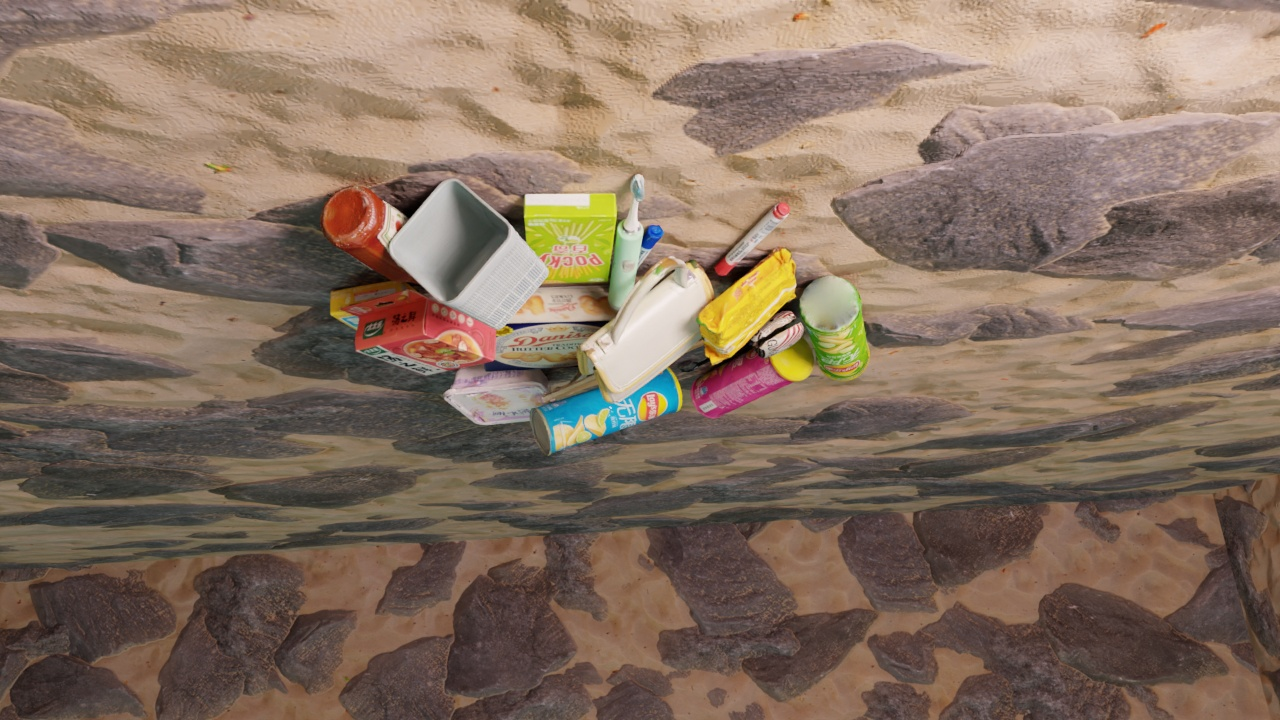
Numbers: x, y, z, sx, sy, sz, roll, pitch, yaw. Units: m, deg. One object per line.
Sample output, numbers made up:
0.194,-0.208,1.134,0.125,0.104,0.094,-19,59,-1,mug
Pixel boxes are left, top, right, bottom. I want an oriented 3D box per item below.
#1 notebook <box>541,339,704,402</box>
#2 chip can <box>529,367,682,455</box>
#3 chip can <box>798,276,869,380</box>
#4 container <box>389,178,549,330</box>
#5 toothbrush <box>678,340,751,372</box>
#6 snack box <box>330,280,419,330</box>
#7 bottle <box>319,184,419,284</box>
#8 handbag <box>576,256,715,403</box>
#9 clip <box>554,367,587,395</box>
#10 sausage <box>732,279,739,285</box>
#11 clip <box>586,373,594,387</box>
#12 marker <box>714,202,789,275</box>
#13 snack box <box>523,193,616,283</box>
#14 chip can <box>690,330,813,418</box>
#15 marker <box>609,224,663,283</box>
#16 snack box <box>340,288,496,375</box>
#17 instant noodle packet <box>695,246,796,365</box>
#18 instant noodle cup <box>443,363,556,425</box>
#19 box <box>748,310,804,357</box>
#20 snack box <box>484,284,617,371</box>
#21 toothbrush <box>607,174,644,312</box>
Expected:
-0.007,0.007,1.199,0.150,0.012,0.210,-23,176,44,notebook
-0.047,0.069,1.300,0.209,0.071,0.071,-17,168,-24,chip can
0.244,-0.036,1.141,0.073,0.072,0.221,-9,162,15,chip can
-0.149,-0.090,0.834,0.090,0.090,0.111,-49,158,0,container
0.118,-0.014,1.279,0.016,0.014,0.190,24,149,-33,toothbrush
-0.282,-0.050,1.057,0.087,0.033,0.140,-8,160,12,snack box
-0.220,-0.099,0.878,0.060,0.059,0.206,-10,161,17,bottle
0.009,-0.038,0.989,0.163,0.063,0.179,-39,162,-11,handbag
-0.083,0.022,1.264,0.102,0.094,0.035,5,163,9,clip
0.126,-0.064,1.113,0.021,0.021,0.165,-7,162,9,sausage
-0.079,0.028,1.362,0.049,0.015,0.057,3,162,-13,clip
0.113,-0.123,0.940,0.017,0.017,0.146,3,160,-20,marker
-0.070,-0.117,0.905,0.085,0.026,0.156,-1,162,-6,snack box
0.154,0.023,1.308,0.071,0.071,0.211,6,160,-27,chip can
-0.007,-0.104,0.970,0.017,0.017,0.146,2,161,-18,marker
-0.240,-0.027,0.990,0.113,0.044,0.127,-10,158,35,snack box
0.116,-0.058,1.006,0.128,0.044,0.111,-42,158,-6,instant noodle packet
-0.191,0.040,1.304,0.138,0.060,0.173,-6,163,6,instant noodle cup
0.163,-0.036,1.126,0.072,0.060,0.164,-13,176,5,box
-0.105,-0.036,1.113,0.178,0.045,0.183,-3,162,-6,snack box
-0.012,-0.113,0.909,0.026,0.027,0.225,-9,155,-11,toothbrush
